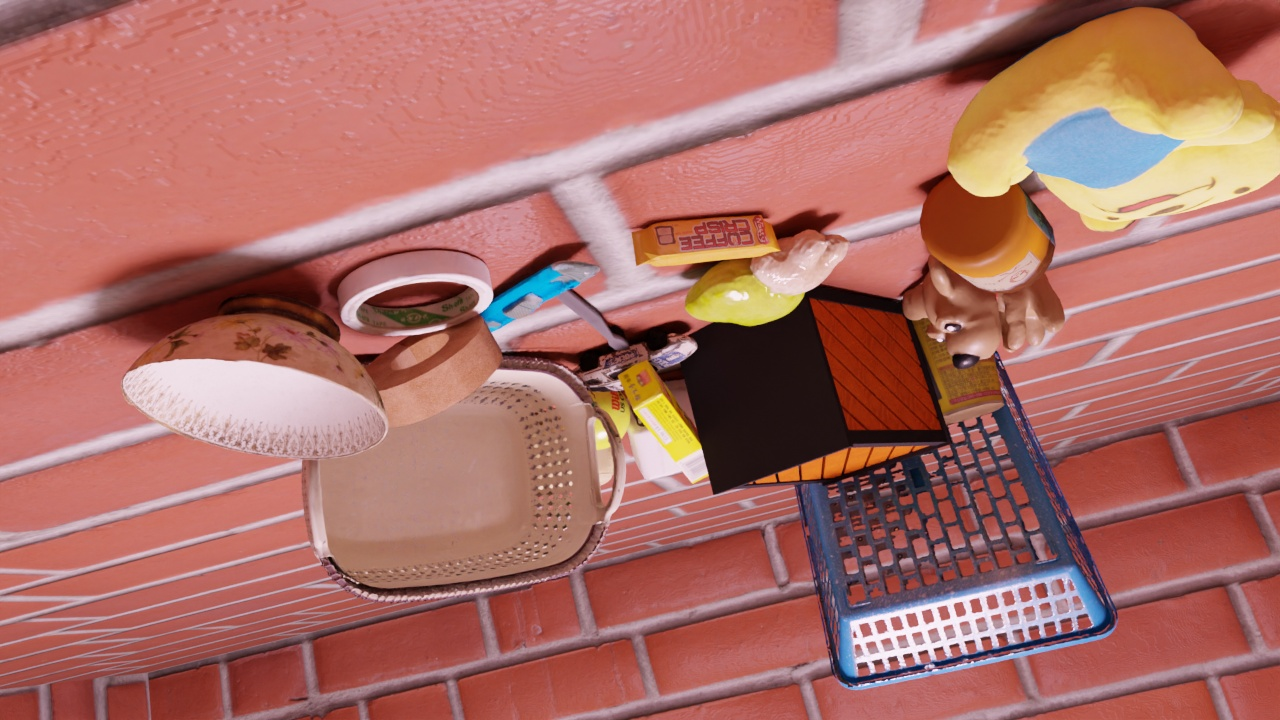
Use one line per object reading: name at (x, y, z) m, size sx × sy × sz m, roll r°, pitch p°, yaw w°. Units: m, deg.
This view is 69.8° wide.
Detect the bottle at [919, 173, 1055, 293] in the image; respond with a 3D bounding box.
bottle at (0.254, -0.084, 0.650) m, size 0.068 × 0.067 × 0.156 m, roll -23°, pitch 161°, yaw 30°

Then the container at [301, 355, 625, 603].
container at (-0.155, 0.093, 0.744) m, size 0.251 × 0.184 × 0.144 m, roll -1°, pitch 172°, yaw -32°

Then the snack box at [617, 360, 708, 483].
snack box at (0.027, 0.056, 0.799) m, size 0.029 × 0.040 × 0.148 m, roll -29°, pitch 141°, yaw 6°

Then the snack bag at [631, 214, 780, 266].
snack bag at (0.043, -0.076, 0.584) m, size 0.099 × 0.026 × 0.020 m, roll -7°, pitch 163°, yaw -18°

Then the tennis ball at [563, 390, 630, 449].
tennis ball at (-0.042, 0.052, 0.872) m, size 0.065 × 0.065 × 0.065 m, roll -12°, pitch 164°, yaw -4°

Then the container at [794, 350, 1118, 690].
container at (0.278, 0.120, 0.921) m, size 0.257 × 0.361 × 0.089 m, roll -17°, pitch 133°, yaw 13°

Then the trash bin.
trash bin at (0.154, 0.029, 0.816) m, size 0.171 × 0.139 × 0.140 m, roll 4°, pitch 156°, yaw -46°

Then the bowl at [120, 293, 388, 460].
bowl at (-0.221, 0.005, 0.548) m, size 0.145 × 0.063 × 0.145 m, roll 2°, pitch 152°, yaw 1°

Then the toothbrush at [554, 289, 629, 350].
toothbrush at (-0.039, -0.034, 0.685) m, size 0.013 × 0.013 × 0.167 m, roll -17°, pitch 162°, yaw 13°

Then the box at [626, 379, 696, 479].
box at (0.034, 0.048, 0.906) m, size 0.107 × 0.095 × 0.102 m, roll -18°, pitch -160°, yaw -3°

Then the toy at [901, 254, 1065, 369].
toy at (0.286, -0.047, 0.763) m, size 0.108 × 0.105 × 0.134 m, roll -4°, pitch 168°, yaw 5°

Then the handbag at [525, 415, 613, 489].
handbag at (-0.107, 0.103, 0.978) m, size 0.119 × 0.081 × 0.111 m, roll -1°, pitch 167°, yaw -39°

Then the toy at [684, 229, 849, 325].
toy at (0.093, -0.059, 0.651) m, size 0.092 × 0.043 × 0.118 m, roll 4°, pitch 153°, yaw -40°

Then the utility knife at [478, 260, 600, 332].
utility knife at (-0.092, -0.034, 0.630) m, size 0.031 × 0.015 × 0.175 m, roll 22°, pitch 149°, yaw -34°

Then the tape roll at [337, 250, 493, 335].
tape roll at (-0.140, -0.040, 0.574) m, size 0.094 × 0.018 × 0.094 m, roll -12°, pitch 164°, yaw -4°

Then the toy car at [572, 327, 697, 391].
toy car at (-0.005, 0.005, 0.789) m, size 0.113 × 0.040 × 0.048 m, roll -20°, pitch 164°, yaw 18°

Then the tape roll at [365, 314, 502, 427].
tape roll at (-0.140, 0.005, 0.610) m, size 0.094 × 0.027 × 0.093 m, roll -22°, pitch -156°, yaw 10°

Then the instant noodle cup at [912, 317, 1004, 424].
instant noodle cup at (0.295, 0.000, 0.878) m, size 0.100 × 0.112 × 0.100 m, roll -13°, pitch 164°, yaw -4°

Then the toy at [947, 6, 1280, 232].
toy at (0.270, -0.125, 0.498) m, size 0.213 × 0.084 × 0.149 m, roll 1°, pitch 177°, yaw -41°
